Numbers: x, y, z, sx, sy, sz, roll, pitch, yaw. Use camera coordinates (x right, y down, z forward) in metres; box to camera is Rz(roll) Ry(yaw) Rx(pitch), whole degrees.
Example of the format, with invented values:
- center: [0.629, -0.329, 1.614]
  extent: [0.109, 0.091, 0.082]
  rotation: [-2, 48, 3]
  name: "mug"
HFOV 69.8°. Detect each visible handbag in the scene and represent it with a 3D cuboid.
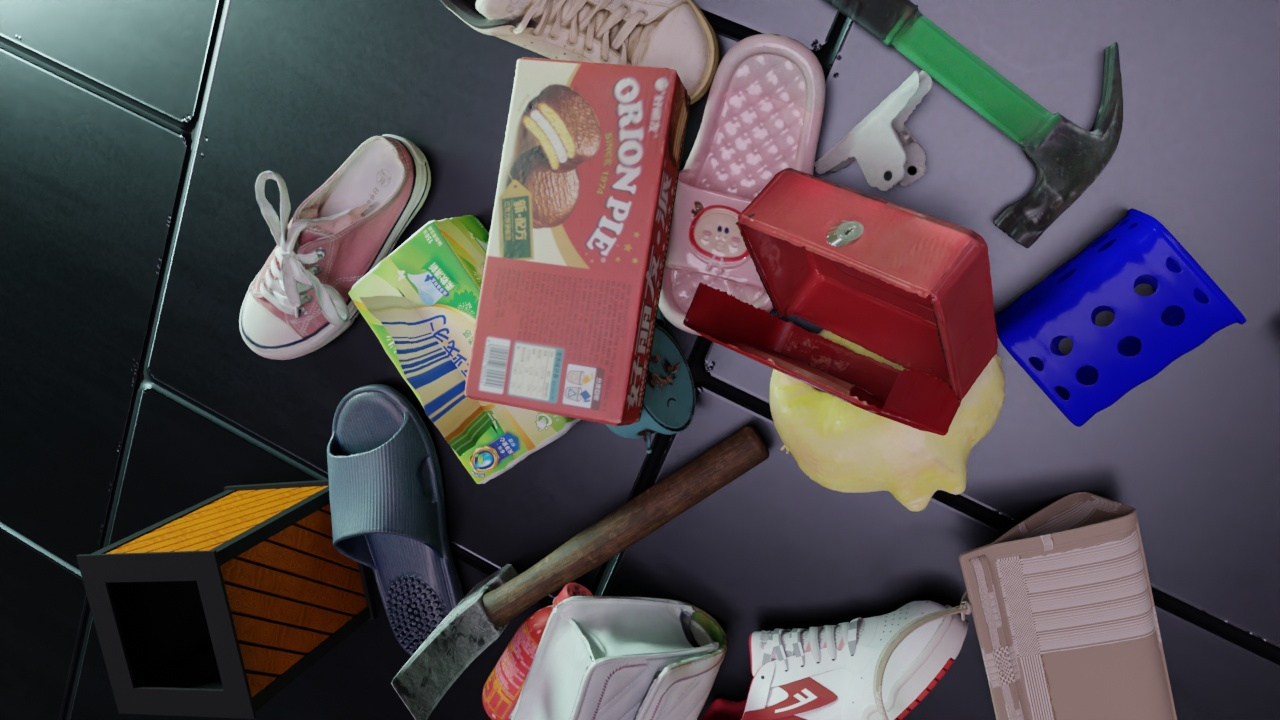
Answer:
- center: [0.255, 0.207, 0.632]
  extent: [0.198, 0.062, 0.175]
  rotation: [-16, 97, -8]
  name: "handbag"
- center: [-0.021, 0.298, 0.749]
  extent: [0.141, 0.096, 0.199]
  rotation: [9, 110, -28]
  name: "handbag"

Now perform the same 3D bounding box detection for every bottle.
- center: [-0.083, 0.252, 0.793]
  extent: [0.062, 0.061, 0.138]
  rotation: [34, 109, 8]
  name: "bottle"

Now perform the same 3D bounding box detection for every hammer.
- center: [-0.034, 0.146, 0.696]
  extent: [0.301, 0.217, 0.037]
  rotation: [-34, 90, 9]
  name: "hammer"
- center: [0.180, -0.225, 0.620]
  extent: [0.319, 0.032, 0.130]
  rotation: [40, 111, 6]
  name: "hammer"

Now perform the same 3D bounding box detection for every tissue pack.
- center: [-0.142, -0.003, 0.712]
  extent: [0.120, 0.141, 0.197]
  rotation: [-40, 88, 21]
  name: "tissue pack"

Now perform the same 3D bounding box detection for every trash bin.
- center: [-0.353, 0.202, 0.809]
  extent: [0.140, 0.171, 0.140]
  rotation: [-6, 100, 19]
  name: "trash bin"

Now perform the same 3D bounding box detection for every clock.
- center: [-0.004, 0.004, 0.699]
  extent: [0.053, 0.089, 0.124]
  rotation: [-22, 95, 30]
  name: "clock"

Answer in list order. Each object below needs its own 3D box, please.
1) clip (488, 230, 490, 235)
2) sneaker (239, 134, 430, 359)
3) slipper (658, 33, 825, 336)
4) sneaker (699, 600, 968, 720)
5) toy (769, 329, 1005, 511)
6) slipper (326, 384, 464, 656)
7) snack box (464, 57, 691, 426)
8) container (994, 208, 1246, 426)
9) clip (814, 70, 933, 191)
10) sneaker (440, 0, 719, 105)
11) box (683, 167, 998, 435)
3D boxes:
- center: [-0.090, -0.079, 0.743]
  extent: [0.061, 0.023, 0.076]
  rotation: [-18, 94, 22]
  name: "clip"
- center: [-0.269, -0.087, 0.763]
  extent: [0.118, 0.087, 0.241]
  rotation: [44, 110, 5]
  name: "sneaker"
- center: [0.073, -0.120, 0.662]
  extent: [0.107, 0.055, 0.222]
  rotation: [19, 110, 11]
  name: "slipper"
- center: [0.135, 0.245, 0.715]
  extent: [0.104, 0.090, 0.237]
  rotation: [48, 115, 10]
  name: "sneaker"
- center: [0.177, 0.032, 0.659]
  extent: [0.171, 0.064, 0.154]
  rotation: [-30, 73, 18]
  name: "toy"
- center: [-0.226, 0.155, 0.807]
  extent: [0.101, 0.082, 0.263]
  rotation: [-9, 99, 21]
  name: "slipper"
- center: [-0.041, -0.080, 0.628]
  extent: [0.113, 0.060, 0.236]
  rotation: [9, 90, 14]
  name: "snack box"
- center: [0.302, -0.027, 0.596]
  extent: [0.114, 0.084, 0.085]
  rotation: [-42, 89, 22]
  name: "container"
- center: [0.170, -0.144, 0.628]
  extent: [0.102, 0.043, 0.054]
  rotation: [-40, 76, 48]
  name: "clip"
- center: [-0.059, -0.257, 0.650]
  extent: [0.241, 0.102, 0.089]
  rotation: [27, 108, 9]
  name: "sneaker"
- center: [0.140, -0.037, 0.595]
  extent: [0.157, 0.137, 0.127]
  rotation: [27, 91, 38]
  name: "box"
